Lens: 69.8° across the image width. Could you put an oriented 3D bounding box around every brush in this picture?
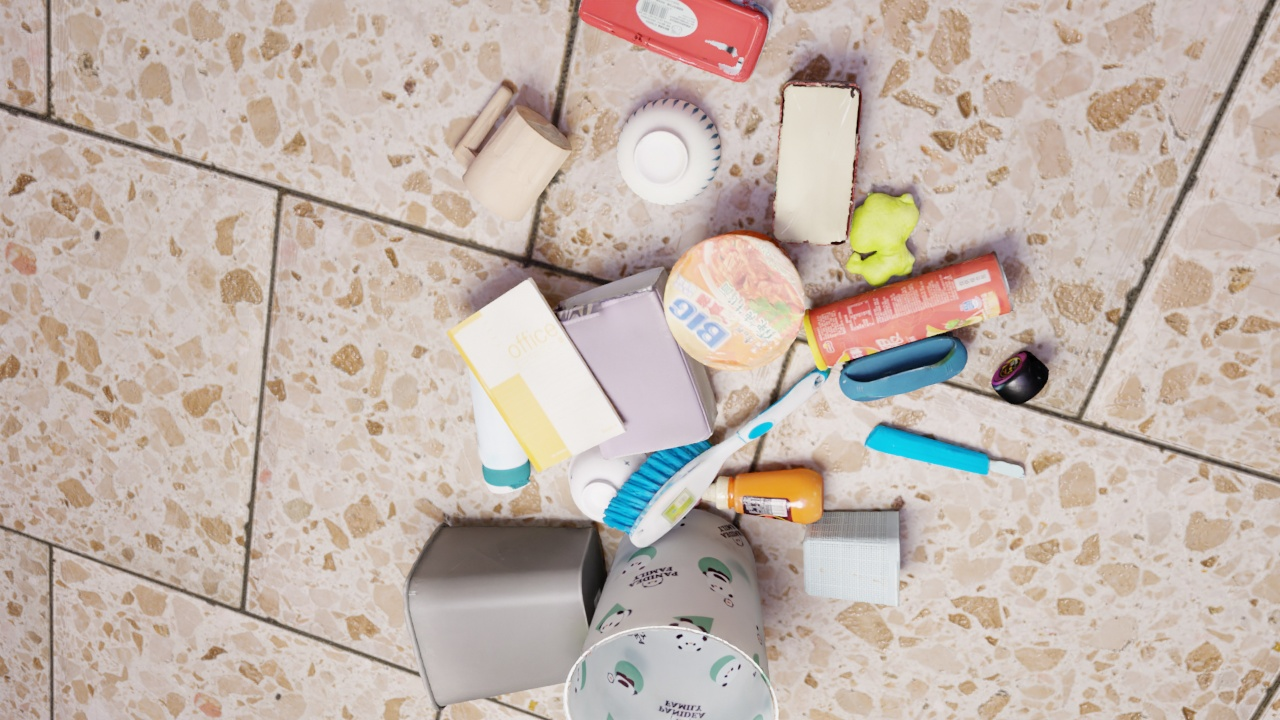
[{"bbox_3d":[0.091,0.106,1.101,0.314,0.109,0.060,-46,121,-7],"label":"brush"},{"bbox_3d":[0.294,0.012,1.028,0.144,0.073,0.055,-17,109,17],"label":"brush"}]

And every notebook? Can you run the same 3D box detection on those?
[{"bbox_3d":[-0.123,0.022,1.073,0.146,0.010,0.206,-27,98,31],"label":"notebook"}]

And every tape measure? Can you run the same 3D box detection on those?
[{"bbox_3d":[0.420,0.021,1.012,0.039,0.057,0.058,43,104,-5],"label":"tape measure"}]

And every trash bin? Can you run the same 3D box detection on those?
[{"bbox_3d":[-0.159,0.318,1.182,0.220,0.198,0.199,-7,108,8],"label":"trash bin"},{"bbox_3d":[0.043,0.319,1.083,0.229,0.251,0.230,3,116,5],"label":"trash bin"}]

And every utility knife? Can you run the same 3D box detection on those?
[{"bbox_3d":[0.359,0.111,1.078,0.186,0.018,0.034,14,123,7],"label":"utility knife"}]

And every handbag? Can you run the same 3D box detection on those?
[{"bbox_3d":[-0.006,0.006,1.078,0.145,0.098,0.197,-16,108,15],"label":"handbag"}]

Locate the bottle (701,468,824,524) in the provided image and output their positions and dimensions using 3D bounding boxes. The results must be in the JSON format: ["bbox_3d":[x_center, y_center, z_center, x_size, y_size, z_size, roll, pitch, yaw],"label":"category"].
[{"bbox_3d":[0.147,0.163,1.119,0.150,0.066,0.067,0,109,15],"label":"bottle"}]

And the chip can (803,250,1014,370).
[{"bbox_3d":[0.290,-0.054,1.007,0.217,0.073,0.073,-18,104,18],"label":"chip can"}]

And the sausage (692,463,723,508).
[{"bbox_3d":[0.068,0.173,1.164,0.020,0.020,0.156,31,113,1],"label":"sausage"}]

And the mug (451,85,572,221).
[{"bbox_3d":[-0.151,-0.237,1.047,0.104,0.084,0.124,-48,67,21],"label":"mug"}]

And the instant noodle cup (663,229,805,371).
[{"bbox_3d":[0.109,-0.076,1.018,0.151,0.111,0.151,4,109,11],"label":"instant noodle cup"}]

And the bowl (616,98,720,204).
[{"bbox_3d":[0.027,-0.226,1.009,0.116,0.066,0.116,4,110,11],"label":"bowl"}]

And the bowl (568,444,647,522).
[{"bbox_3d":[-0.043,0.164,1.162,0.118,0.064,0.118,4,110,11],"label":"bowl"}]

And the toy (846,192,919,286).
[{"bbox_3d":[0.264,-0.135,1.007,0.097,0.031,0.100,-26,102,21],"label":"toy"}]

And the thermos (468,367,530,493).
[{"bbox_3d":[-0.179,0.060,1.158,0.073,0.073,0.224,1,109,12],"label":"thermos"}]

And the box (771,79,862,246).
[{"bbox_3d":[0.184,-0.209,0.974,0.091,0.077,0.168,5,109,10],"label":"box"}]

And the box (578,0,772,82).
[{"bbox_3d":[0.037,-0.367,0.977,0.201,0.047,0.087,23,111,5],"label":"box"}]

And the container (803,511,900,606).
[{"bbox_3d":[0.256,0.234,1.108,0.111,0.090,0.090,1,108,15],"label":"container"}]
